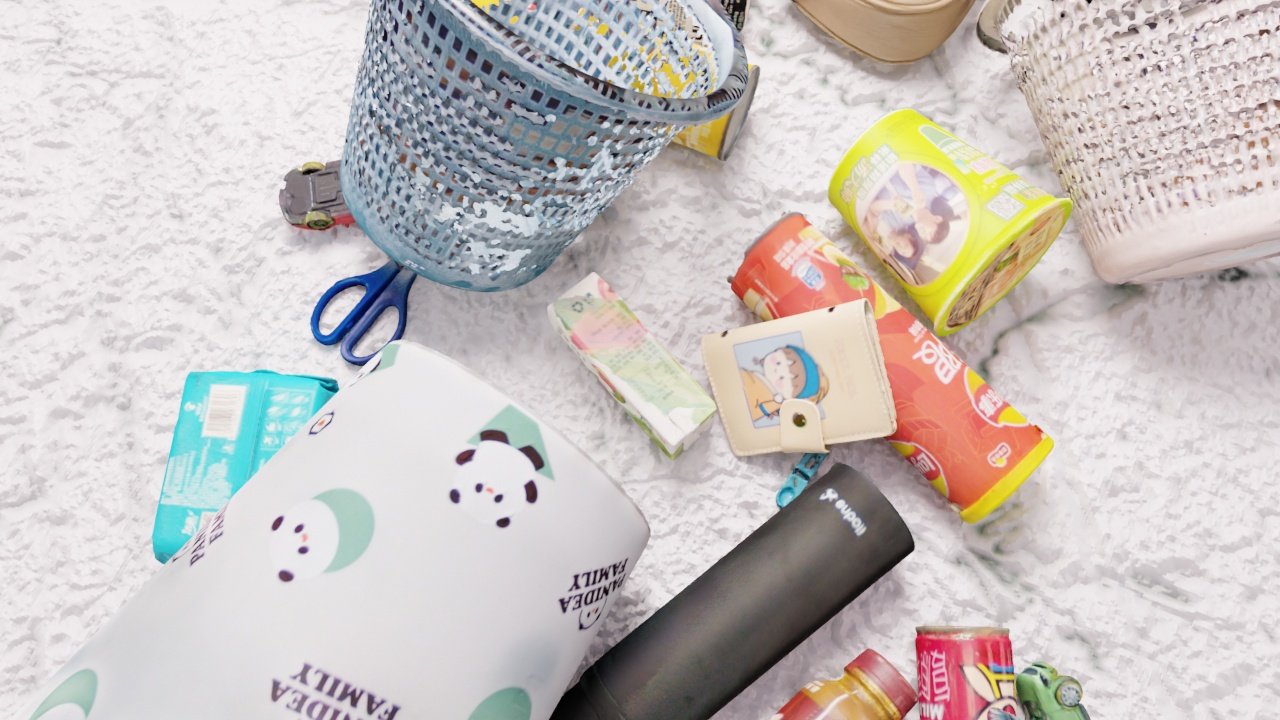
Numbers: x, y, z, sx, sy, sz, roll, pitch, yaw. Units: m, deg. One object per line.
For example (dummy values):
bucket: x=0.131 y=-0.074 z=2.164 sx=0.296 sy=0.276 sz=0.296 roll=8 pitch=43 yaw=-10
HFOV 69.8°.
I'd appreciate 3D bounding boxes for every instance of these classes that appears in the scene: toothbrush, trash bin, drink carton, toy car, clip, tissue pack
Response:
toothbrush: x=0.240 y=0.263 z=0.489 sx=0.016 sy=0.017 sz=0.187 roll=-34 pitch=93 yaw=-26
trash bin: x=-0.137 y=0.143 z=0.476 sx=0.229 sy=0.230 sz=0.251 roll=33 pitch=70 yaw=12
drink carton: x=-0.004 y=0.003 z=0.594 sx=0.045 sy=0.053 sz=0.122 roll=-41 pitch=75 yaw=-11
trash bin: x=0.343 y=-0.156 z=0.562 sx=0.227 sy=0.227 sz=0.192 roll=-10 pitch=84 yaw=-1
toy car: x=-0.203 y=-0.121 z=0.655 sx=0.106 sy=0.031 sz=0.049 roll=-11 pitch=71 yaw=-2
trash bin: x=-0.082 y=-0.157 z=0.555 sx=0.226 sy=0.196 sz=0.226 roll=21 pitch=44 yaw=-22
clip: x=0.104 y=0.071 z=0.585 sx=0.014 sy=0.039 sz=0.056 roll=36 pitch=85 yaw=14
tissue pack: x=-0.247 y=0.072 z=0.584 sx=0.093 sy=0.050 sz=0.133 roll=4 pitch=72 yaw=2
toy car: x=0.241 y=0.217 z=0.519 sx=0.036 sy=0.043 sz=0.091 roll=-18 pitch=71 yaw=-4

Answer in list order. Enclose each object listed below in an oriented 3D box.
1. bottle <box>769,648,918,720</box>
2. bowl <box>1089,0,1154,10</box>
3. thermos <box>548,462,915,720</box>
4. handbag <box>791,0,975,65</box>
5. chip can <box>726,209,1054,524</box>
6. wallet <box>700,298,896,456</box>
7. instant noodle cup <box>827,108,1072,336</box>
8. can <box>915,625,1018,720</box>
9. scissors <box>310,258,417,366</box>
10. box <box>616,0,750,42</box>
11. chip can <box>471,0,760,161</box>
bottle: x=0.080 y=0.235 z=0.513 sx=0.174 sy=0.057 sz=0.057 roll=-40 pitch=75 yaw=-10
bowl: x=0.346 y=-0.288 z=0.657 sx=0.116 sy=0.116 sz=0.066 roll=3 pitch=116 yaw=3
thermos: x=0.053 y=0.168 z=0.531 sx=0.242 sy=0.068 sz=0.090 roll=-38 pitch=68 yaw=-8
handbag: x=0.194 y=-0.325 z=0.669 sx=0.148 sy=0.100 sz=0.204 roll=23 pitch=71 yaw=13
chip can: x=0.153 y=0.000 z=0.580 sx=0.073 sy=0.073 sz=0.216 roll=-40 pitch=74 yaw=-10
wallet: x=0.097 y=0.016 z=0.565 sx=0.115 sy=0.024 sz=0.087 roll=-12 pitch=92 yaw=36
instant noodle cup: x=0.191 y=-0.098 z=0.596 sx=0.111 sy=0.112 sz=0.123 roll=-36 pitch=67 yaw=-9
can: x=0.185 y=0.219 z=0.515 sx=0.053 sy=0.053 sz=0.132 roll=1 pitch=72 yaw=3
scissors: x=-0.171 y=-0.077 z=0.651 sx=0.108 sy=0.012 sz=0.174 roll=11 pitch=71 yaw=6
box: x=0.008 y=-0.298 z=0.697 sx=0.163 sy=0.076 sz=0.087 roll=10 pitch=48 yaw=9
chip can: x=-0.025 y=-0.212 z=0.658 sx=0.213 sy=0.072 sz=0.072 roll=23 pitch=74 yaw=8
